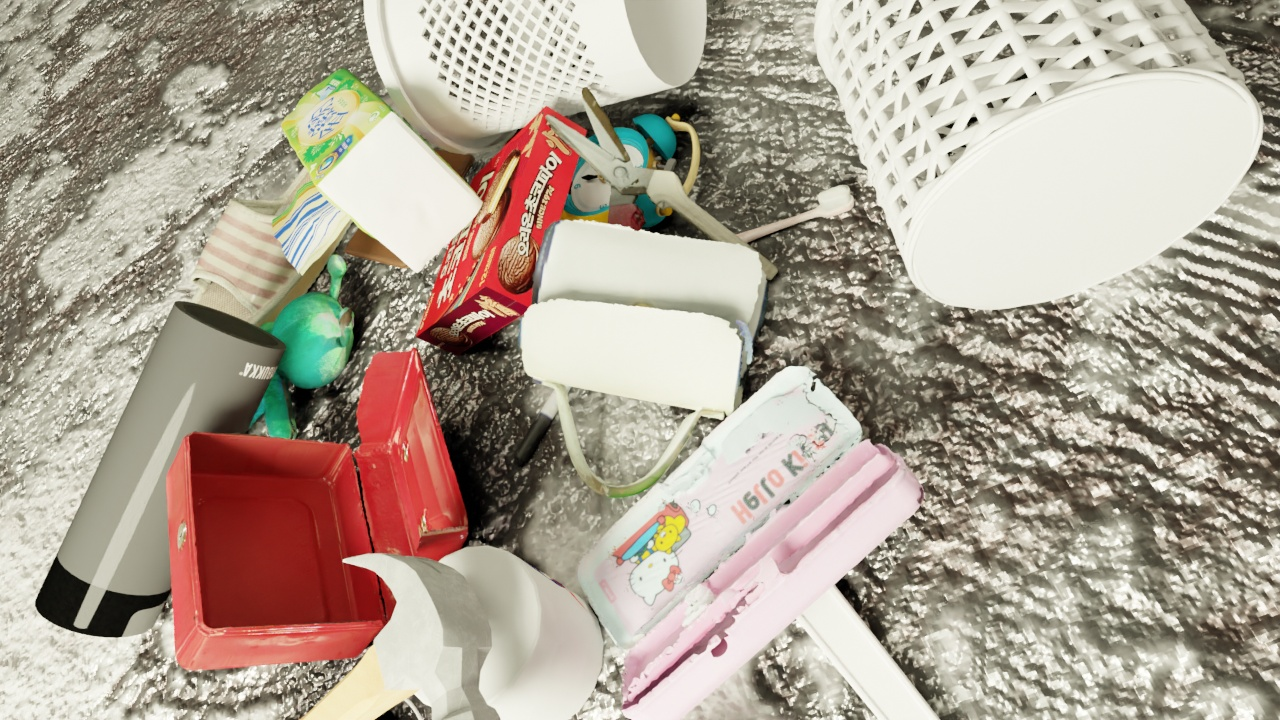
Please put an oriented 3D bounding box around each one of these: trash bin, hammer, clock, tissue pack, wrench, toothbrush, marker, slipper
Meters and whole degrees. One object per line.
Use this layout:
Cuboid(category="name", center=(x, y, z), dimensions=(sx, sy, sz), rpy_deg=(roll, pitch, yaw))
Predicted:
Cuboid(category="trash bin", center=(-0.068, -0.267, 0.706), dimensions=(0.200, 0.195, 0.195), rpy_deg=(2, 64, 30))
Cuboid(category="hammer", center=(-0.205, 0.230, 0.523), dimensions=(0.329, 0.039, 0.131), rpy_deg=(-42, 55, 21))
Cuboid(category="clock", center=(-0.179, 0.262, 0.565), dimensions=(0.120, 0.042, 0.091), rpy_deg=(-43, 55, -3))
Cuboid(category="tissue pack", center=(-0.234, -0.135, 0.733), dimensions=(0.141, 0.120, 0.197), rpy_deg=(-46, 32, -1))
Cuboid(category="wrench", center=(0.130, 0.175, 0.494), dimensions=(0.066, 0.018, 0.273), rpy_deg=(-39, 54, 0))
Cuboid(category="clock", center=(-0.013, -0.145, 0.720), dimensions=(0.130, 0.043, 0.099), rpy_deg=(-9, 60, 27))
Cuboid(category="toothbrush", center=(0.066, -0.088, 0.668), dimensions=(0.181, 0.018, 0.015), rpy_deg=(-19, 56, 14))
Cuboid(category="marker", center=(-0.050, 0.011, 0.667), dimensions=(0.011, 0.011, 0.152), rpy_deg=(22, 73, 31))
Cuboid(category="slipper", center=(-0.328, -0.126, 0.840), dimensions=(0.115, 0.052, 0.262), rpy_deg=(26, 75, 31))

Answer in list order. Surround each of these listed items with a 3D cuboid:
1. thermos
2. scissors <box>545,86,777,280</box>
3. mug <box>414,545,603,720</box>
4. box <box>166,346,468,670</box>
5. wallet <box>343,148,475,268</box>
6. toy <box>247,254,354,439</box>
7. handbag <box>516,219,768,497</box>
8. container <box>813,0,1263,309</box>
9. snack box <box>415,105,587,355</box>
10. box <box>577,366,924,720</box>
Cuboid(category="thermos", center=(-0.353, 0.082, 0.679), dimensions=(0.082, 0.082, 0.240), rpy_deg=(28, 93, 33))
Cuboid(category="scissors", center=(0.012, -0.100, 0.650), dimensions=(0.179, 0.015, 0.185), rpy_deg=(8, 88, 2))
Cuboid(category="mug", center=(-0.095, 0.169, 0.550), dimensions=(0.121, 0.090, 0.091), rpy_deg=(-9, 60, 19))
Cuboid(category="box", center=(-0.221, 0.101, 0.601), dimensions=(0.170, 0.157, 0.156), rpy_deg=(-7, 50, -25))
Cuboid(category="wallet", center=(-0.206, -0.138, 0.816), dimensions=(0.087, 0.013, 0.120), rpy_deg=(15, 70, 34))
Cuboid(category="toy", center=(-0.299, 0.001, 0.750), dimensions=(0.193, 0.072, 0.130), rpy_deg=(-37, 55, 12))
Cuboid(category="handbag", center=(-0.004, 0.004, 0.598), dimensions=(0.151, 0.074, 0.176), rpy_deg=(11, 88, 11))
Cuboid(category="container", center=(0.217, -0.158, 0.536), dimensions=(0.189, 0.189, 0.186), rpy_deg=(-19, 58, 13))
Cuboid(category="snack box", center=(-0.106, -0.094, 0.691), dimensions=(0.133, 0.035, 0.151), rpy_deg=(-23, 47, 54))
Cuboid(category="box", center=(0.059, 0.108, 0.532), dimensions=(0.201, 0.066, 0.153), rpy_deg=(-43, 25, 6))
